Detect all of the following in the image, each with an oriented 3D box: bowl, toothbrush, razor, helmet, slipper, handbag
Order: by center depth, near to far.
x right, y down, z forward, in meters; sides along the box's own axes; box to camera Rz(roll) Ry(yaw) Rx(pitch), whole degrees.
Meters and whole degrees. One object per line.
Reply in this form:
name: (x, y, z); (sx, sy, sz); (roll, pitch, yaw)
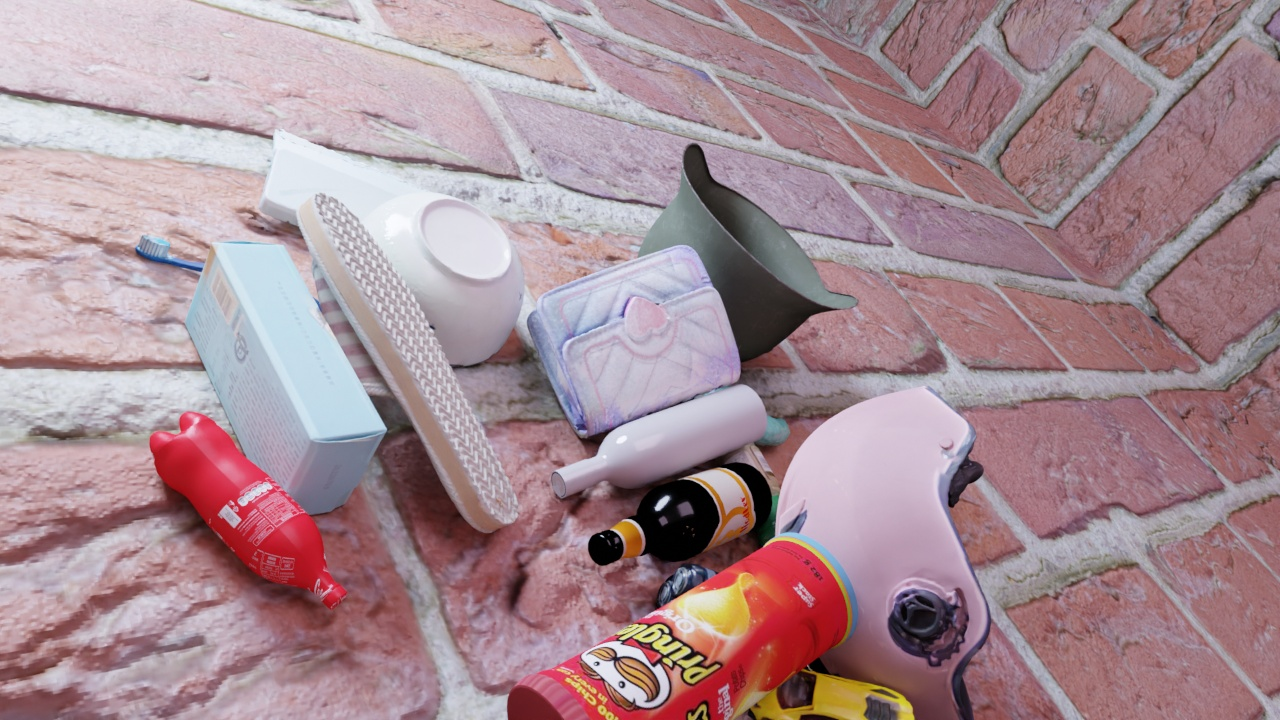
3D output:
slipper: (-0.167, 0.006, 0.632); (0.263, 0.052, 0.115); (59, 4, 6)
razor: (0.070, 0.203, 0.643); (0.140, 0.053, 0.063); (44, 45, 9)
toothbrush: (-0.293, -0.061, 0.667); (0.135, 0.017, 0.021); (21, 37, -24)
helmet: (0.181, 0.151, 0.682); (0.229, 0.153, 0.255); (-14, 97, -76)
bowl: (-0.156, -0.077, 0.742); (0.153, 0.073, 0.153); (25, 44, -26)
handbag: (-0.002, -0.017, 0.774); (0.158, 0.069, 0.126); (-21, 81, -24)
helmet: (0.087, -0.087, 0.939); (0.227, 0.154, 0.267); (45, 27, 3)

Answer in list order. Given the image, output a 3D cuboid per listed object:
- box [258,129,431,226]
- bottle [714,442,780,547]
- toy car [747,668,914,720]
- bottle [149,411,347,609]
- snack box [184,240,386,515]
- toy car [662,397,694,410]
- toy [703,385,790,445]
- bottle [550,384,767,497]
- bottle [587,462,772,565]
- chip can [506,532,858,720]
box: (-0.229, -0.139, 0.813); (0.197, 0.044, 0.136); (21, 34, -29)
bottle: (0.100, 0.111, 0.803); (0.043, 0.043, 0.111); (7, 41, -39)
toy car: (0.120, 0.223, 0.588); (0.107, 0.030, 0.049); (9, 37, 13)
bottle: (-0.219, 0.087, 0.519); (0.141, 0.042, 0.041); (42, 32, 8)
snack box: (-0.230, 0.008, 0.583); (0.053, 0.075, 0.174); (-4, 49, -47)
toy car: (-0.005, 0.005, 0.830); (0.120, 0.056, 0.044); (34, -13, -6)
toy: (0.101, 0.051, 0.894); (0.105, 0.033, 0.085); (35, 20, -1)
bottle: (0.015, 0.069, 0.742); (0.194, 0.053, 0.052); (-17, 58, -34)
bottle: (0.029, 0.122, 0.700); (0.181, 0.059, 0.059); (-9, 53, -49)
chip can: (0.032, 0.182, 0.549); (0.212, 0.087, 0.087); (-20, 61, -36)
